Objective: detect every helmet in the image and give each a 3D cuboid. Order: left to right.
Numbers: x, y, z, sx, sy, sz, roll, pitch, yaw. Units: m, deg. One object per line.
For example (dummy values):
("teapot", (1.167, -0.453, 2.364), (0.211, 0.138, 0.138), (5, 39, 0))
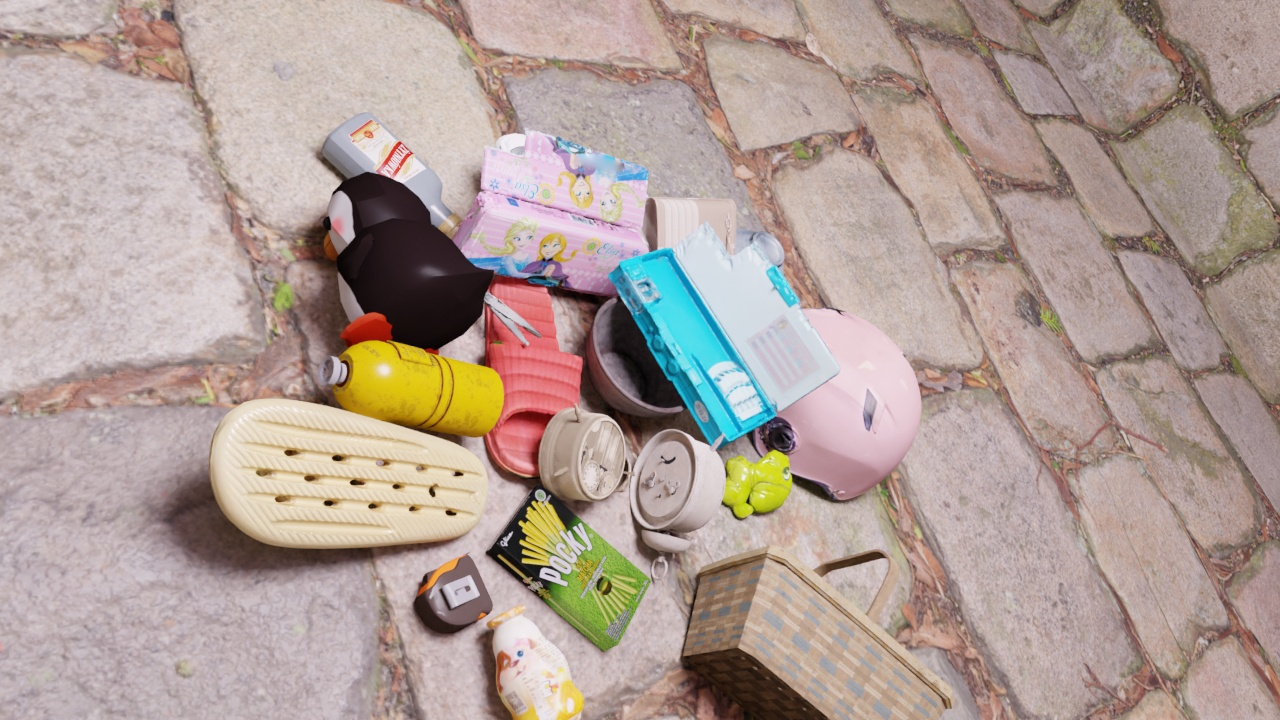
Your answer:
("helmet", (0.239, 0.033, 1.137), (0.255, 0.153, 0.229), (45, 48, 5))

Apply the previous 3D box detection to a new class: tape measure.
("tape measure", (-0.161, 0.201, 0.788), (0.058, 0.038, 0.058), (-15, 72, -42))

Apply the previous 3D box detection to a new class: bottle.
("bottle", (-0.252, -0.186, 0.970), (0.161, 0.046, 0.072), (43, 45, -6))
("bottle", (-0.207, 0.023, 0.821), (0.163, 0.071, 0.071), (16, 52, -47))
("bottle", (-0.093, 0.265, 0.780), (0.063, 0.063, 0.109), (-15, 74, -42))

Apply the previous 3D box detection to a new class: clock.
("clock", (-0.043, 0.102, 0.915), (0.141, 0.055, 0.092), (40, 60, -51))
("clock", (0.038, 0.148, 0.946), (0.061, 0.104, 0.156), (21, 76, -34))

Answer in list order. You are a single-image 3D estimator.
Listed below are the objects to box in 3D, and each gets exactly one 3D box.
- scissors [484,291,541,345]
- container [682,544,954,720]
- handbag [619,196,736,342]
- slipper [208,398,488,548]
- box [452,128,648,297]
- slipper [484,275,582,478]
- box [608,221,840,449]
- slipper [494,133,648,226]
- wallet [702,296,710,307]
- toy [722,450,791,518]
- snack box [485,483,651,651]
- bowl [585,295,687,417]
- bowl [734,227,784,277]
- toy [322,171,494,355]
("scissors", (-0.156, -0.073, 0.953), (0.161, 0.014, 0.117), (18, 47, 9))
("container", (0.183, 0.275, 0.926), (0.250, 0.158, 0.185), (41, 56, -8))
("handbag", (0.070, -0.100, 1.138), (0.175, 0.062, 0.198), (-12, 86, -52))
("slipper", (-0.243, 0.102, 0.767), (0.261, 0.079, 0.111), (18, 72, -47))
("box", (-0.081, -0.152, 0.984), (0.230, 0.160, 0.063), (7, 18, -44))
("slipper", (-0.110, 0.003, 0.946), (0.103, 0.059, 0.248), (14, 53, -30))
("box", (0.087, -0.035, 1.009), (0.170, 0.085, 0.227), (-30, 81, -10))
("slipper", (-0.078, -0.188, 1.097), (0.263, 0.063, 0.111), (6, 62, -49))
("wallet", (0.046, -0.087, 1.158), (0.115, 0.018, 0.091), (44, 44, -11))
("toy", (0.135, 0.141, 1.054), (0.093, 0.036, 0.094), (32, 69, -23))
("snack box", (-0.066, 0.196, 0.873), (0.147, 0.025, 0.080), (42, 45, -7))
("bowl", (-0.006, 0.006, 1.016), (0.144, 0.067, 0.144), (19, 52, -27))
("bowl", (0.157, -0.138, 1.244), (0.137, 0.057, 0.136), (19, 52, -27))
("toy", (-0.228, -0.106, 0.872), (0.184, 0.140, 0.159), (60, 8, 26))
